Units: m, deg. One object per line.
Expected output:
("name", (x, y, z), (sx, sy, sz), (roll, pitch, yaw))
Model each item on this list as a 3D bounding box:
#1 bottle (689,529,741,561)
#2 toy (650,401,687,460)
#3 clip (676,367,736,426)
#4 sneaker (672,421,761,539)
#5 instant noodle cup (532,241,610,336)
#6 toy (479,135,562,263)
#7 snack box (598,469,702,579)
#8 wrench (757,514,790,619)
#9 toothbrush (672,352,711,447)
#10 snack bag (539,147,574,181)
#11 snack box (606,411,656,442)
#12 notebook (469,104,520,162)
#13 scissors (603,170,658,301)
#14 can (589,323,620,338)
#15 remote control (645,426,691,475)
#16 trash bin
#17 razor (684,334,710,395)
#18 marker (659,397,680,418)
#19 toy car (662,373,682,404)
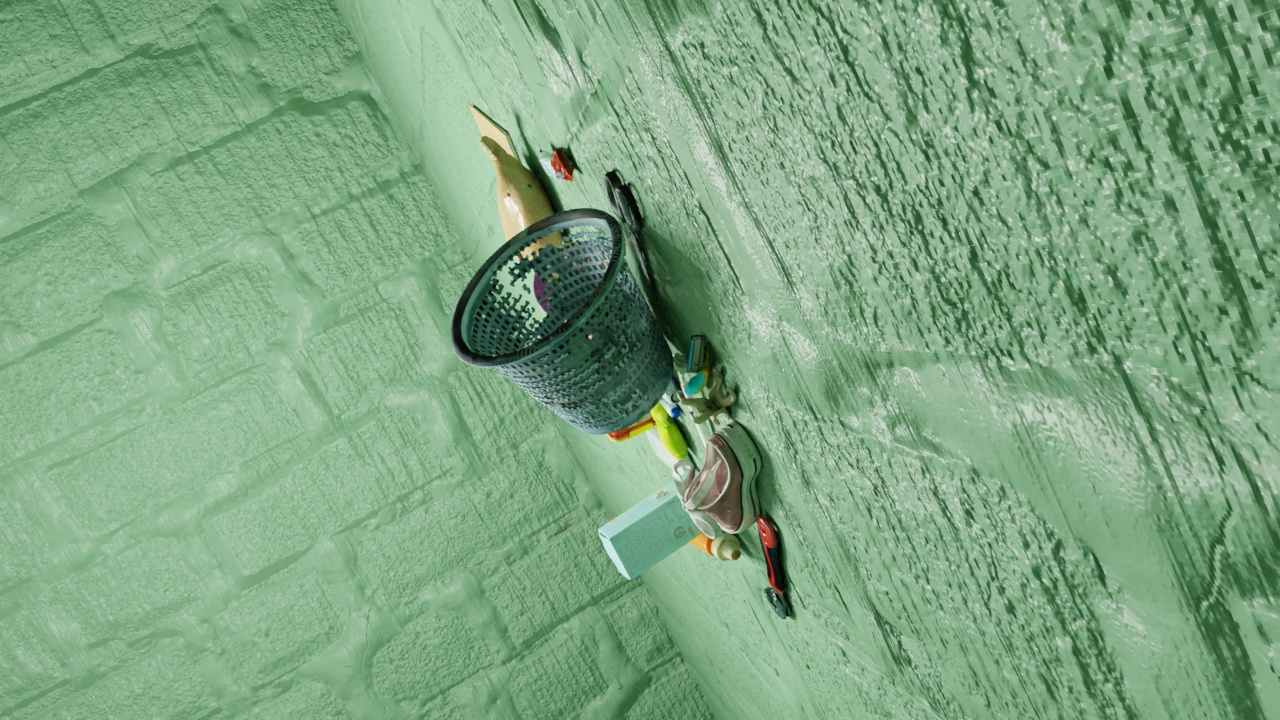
("bottle", (0.102, 0.258, 1.371), (0.149, 0.066, 0.067), (29, 147, 57))
("toy", (0.039, 0.098, 1.311), (0.097, 0.031, 0.100), (60, -174, -83))
("clip", (0.067, 0.051, 0.986), (0.035, 0.095, 0.102), (57, 158, 23))
("sneaker", (0.087, 0.154, 1.088), (0.118, 0.087, 0.241), (56, 167, 25))
("instant noodle cup", (-0.076, -0.085, 1.205), (0.111, 0.111, 0.099), (57, 176, 20))
("toy", (-0.174, -0.230, 1.342), (0.143, 0.082, 0.226), (44, 159, 32))
("snack box", (0.032, 0.233, 1.315), (0.074, 0.174, 0.052), (64, 163, -16))
("wrench", (0.173, 0.274, 1.192), (0.056, 0.016, 0.274), (53, 167, 36))
("toothbrush", (0.073, 0.066, 1.121), (0.029, 0.020, 0.190), (55, 170, 50))
("snack bag", (-0.104, -0.240, 1.133), (0.045, 0.026, 0.105), (56, 173, -21))
("snack box", (-0.020, 0.063, 1.357), (0.082, 0.091, 0.080), (47, 156, 50))
("notebook", (-0.222, -0.329, 1.501), (0.207, 0.008, 0.148), (47, 162, 53))
("scissors", (-0.008, -0.135, 1.006), (0.133, 0.014, 0.175), (58, 172, 10))
("can", (-0.072, -0.081, 1.301), (0.146, 0.058, 0.058), (56, 168, 23))
("remote control", (0.047, 0.143, 1.418), (0.058, 0.021, 0.150), (65, 168, -22))
("trash bin", (-0.070, -0.027, 1.051), (0.195, 0.226, 0.226), (51, 178, -39))
("razor", (0.062, 0.015, 1.011), (0.133, 0.028, 0.043), (94, 180, -69))
("marker", (0.015, 0.030, 1.293), (0.145, 0.017, 0.017), (52, 166, 39))
("toy car", (0.023, 0.014, 1.183), (0.049, 0.031, 0.106), (44, 160, 60))
